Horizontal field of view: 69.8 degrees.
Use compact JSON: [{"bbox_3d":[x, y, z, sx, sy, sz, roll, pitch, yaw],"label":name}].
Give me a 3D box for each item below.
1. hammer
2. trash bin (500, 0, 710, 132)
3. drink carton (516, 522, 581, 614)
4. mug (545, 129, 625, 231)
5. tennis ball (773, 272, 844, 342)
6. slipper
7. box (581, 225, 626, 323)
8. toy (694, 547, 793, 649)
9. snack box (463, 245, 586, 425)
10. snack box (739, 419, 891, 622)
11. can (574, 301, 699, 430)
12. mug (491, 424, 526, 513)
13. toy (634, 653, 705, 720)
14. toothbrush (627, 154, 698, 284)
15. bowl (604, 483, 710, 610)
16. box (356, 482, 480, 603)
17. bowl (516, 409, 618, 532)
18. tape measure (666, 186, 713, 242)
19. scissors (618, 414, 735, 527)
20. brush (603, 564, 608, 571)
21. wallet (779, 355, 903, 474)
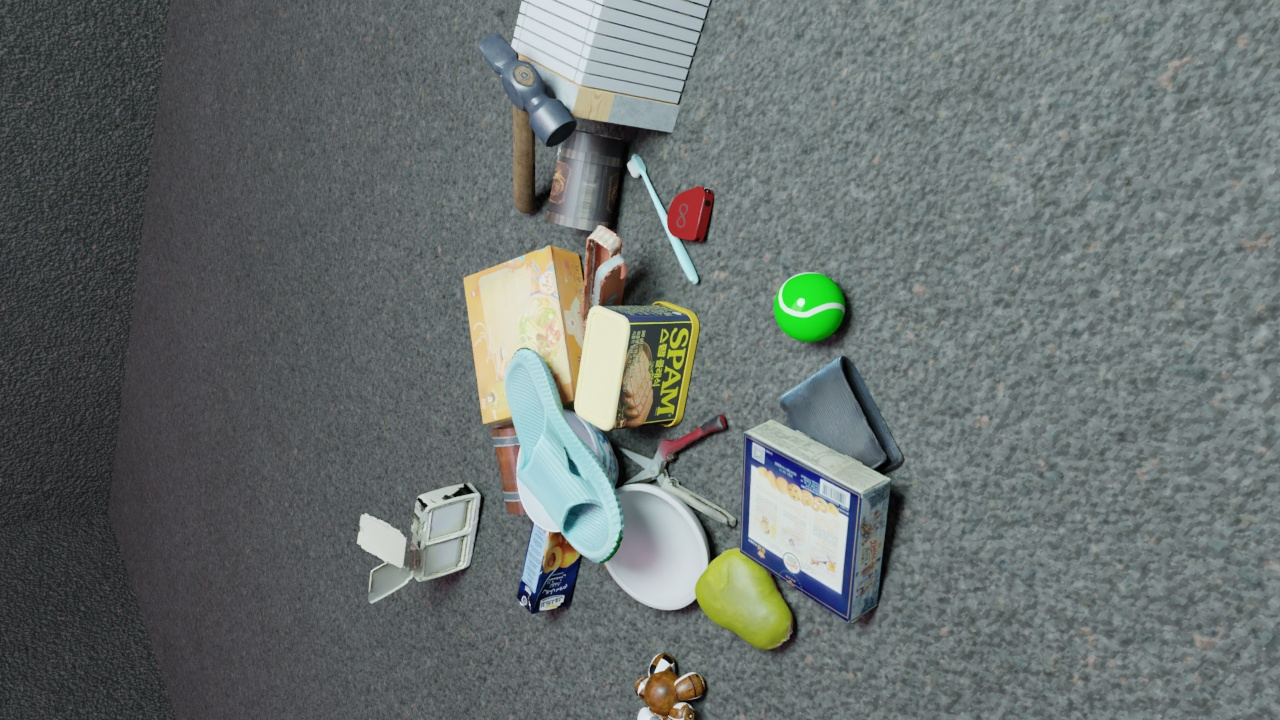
[{"bbox_3d":[-0.135,-0.244,1.061,0.129,0.040,0.322,53,166,7],"label":"hammer"},{"bbox_3d":[-0.024,-0.393,0.974,0.142,0.142,0.247,39,121,39],"label":"trash bin"},{"bbox_3d":[-0.113,0.259,1.183,0.040,0.064,0.130,32,115,45],"label":"drink carton"},{"bbox_3d":[-0.068,-0.218,1.097,0.116,0.080,0.107,-130,49,-67],"label":"mug"},{"bbox_3d":[0.157,-0.050,0.856,0.065,0.065,0.065,5,96,48],"label":"tennis ball"},{"bbox_3d":[-0.104,0.105,1.016,0.276,0.069,0.116,62,143,27],"label":"slipper"},{"bbox_3d":[-0.047,-0.075,1.037,0.187,0.057,0.067,102,-174,-62],"label":"box"},{"bbox_3d":[0.108,0.250,0.943,0.110,0.051,0.090,48,114,29],"label":"toy"},{"bbox_3d":[-0.131,-0.027,1.152,0.145,0.080,0.195,-16,78,30],"label":"snack box"},{"bbox_3d":[0.159,0.148,0.863,0.144,0.042,0.145,27,128,44],"label":"snack box"},{"bbox_3d":[-0.006,0.006,1.013,0.075,0.104,0.135,25,111,45],"label":"can"},{"bbox_3d":[-0.135,0.138,1.191,0.118,0.081,0.111,-6,92,40],"label":"mug"},{"bbox_3d":[0.028,0.402,1.043,0.087,0.067,0.113,18,115,46],"label":"toy"},{"bbox_3d":[0.025,-0.159,1.033,0.017,0.016,0.180,-43,61,38],"label":"toothbrush"},{"bbox_3d":[0.021,0.203,1.034,0.150,0.043,0.150,12,112,33],"label":"bowl"},{"bbox_3d":[-0.308,0.267,1.313,0.080,0.180,0.144,35,125,40],"label":"box"},{"bbox_3d":[-0.075,0.132,1.103,0.144,0.074,0.144,-8,78,43],"label":"bowl"},{"bbox_3d":[0.054,-0.161,0.998,0.051,0.019,0.059,22,102,47],"label":"tape measure"},{"bbox_3d":[0.045,0.127,1.033,0.179,0.015,0.199,57,132,29],"label":"scissors"},{"bbox_3d":[-0.035,0.193,1.125,0.048,0.017,0.126,-14,82,48],"label":"brush"},{"bbox_3d":[0.184,0.065,0.865,0.089,0.026,0.115,-43,62,43],"label":"wallet"}]
